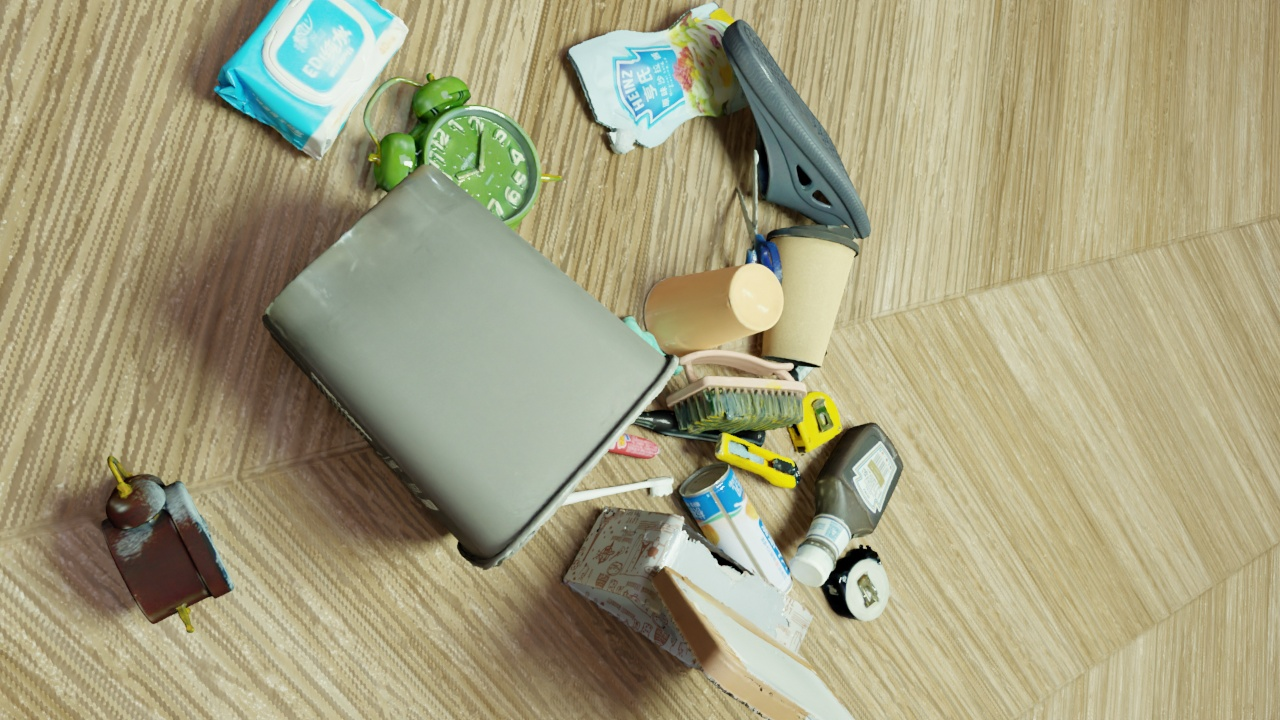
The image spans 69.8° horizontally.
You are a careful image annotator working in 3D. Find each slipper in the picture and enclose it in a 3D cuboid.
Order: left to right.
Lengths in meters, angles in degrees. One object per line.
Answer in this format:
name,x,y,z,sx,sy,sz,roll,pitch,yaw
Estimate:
slipper,0.141,-0.215,0.919,0.268,0.083,0.110,44,27,-35

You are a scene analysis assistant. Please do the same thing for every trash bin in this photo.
trash bin,-0.130,0.002,0.656,0.220,0.199,0.198,44,73,-10

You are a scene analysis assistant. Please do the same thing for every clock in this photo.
clock,-0.314,0.115,0.599,0.055,0.082,0.122,-27,101,-25
clock,-0.150,-0.161,0.745,0.161,0.056,0.116,37,66,-23

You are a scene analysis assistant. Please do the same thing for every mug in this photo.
mug,0.068,-0.048,0.829,0.078,0.123,0.078,5,81,-32

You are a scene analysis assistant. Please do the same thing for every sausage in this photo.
sausage,-0.047,0.067,0.806,0.155,0.020,0.020,14,77,-29

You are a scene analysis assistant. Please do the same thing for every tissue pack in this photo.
tissue pack,-0.245,-0.228,0.689,0.090,0.063,0.139,35,68,-24

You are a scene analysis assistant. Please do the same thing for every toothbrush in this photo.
toothbrush,-0.046,0.122,0.804,0.179,0.016,0.016,-4,93,-33
toothbrush,0.025,0.059,0.849,0.212,0.026,0.027,10,123,-30

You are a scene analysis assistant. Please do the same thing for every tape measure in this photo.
tape measure,0.179,0.060,0.942,0.059,0.029,0.057,-25,97,-32
tape measure,0.225,0.235,0.948,0.065,0.034,0.066,-30,100,-29

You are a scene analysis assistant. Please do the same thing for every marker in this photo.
marker,0.155,0.019,0.941,0.123,0.015,0.018,-41,101,-32

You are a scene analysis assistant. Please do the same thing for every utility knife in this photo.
utility knife,0.116,0.098,0.878,0.154,0.015,0.033,24,55,-49

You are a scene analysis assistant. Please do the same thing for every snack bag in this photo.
snack bag,0.026,-0.271,0.879,0.190,0.039,0.110,-29,111,-30

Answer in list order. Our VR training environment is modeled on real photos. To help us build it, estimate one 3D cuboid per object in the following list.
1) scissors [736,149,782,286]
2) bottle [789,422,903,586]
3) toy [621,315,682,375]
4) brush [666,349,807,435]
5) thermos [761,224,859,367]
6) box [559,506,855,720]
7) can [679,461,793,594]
scissors,0.109,-0.109,0.874,0.012,0.162,0.176,-2,113,-8
bottle,0.203,0.145,0.913,0.080,0.044,0.194,55,47,-13
toy,-0.005,0.005,0.827,0.096,0.030,0.091,28,58,-24
brush,0.098,0.028,0.857,0.145,0.063,0.073,2,68,-35
thermos,0.164,-0.068,0.915,0.093,0.093,0.143,12,86,-30
box,0.066,0.211,0.723,0.178,0.272,0.106,39,80,-23
can,0.091,0.164,0.861,0.053,0.053,0.134,-38,104,-29
